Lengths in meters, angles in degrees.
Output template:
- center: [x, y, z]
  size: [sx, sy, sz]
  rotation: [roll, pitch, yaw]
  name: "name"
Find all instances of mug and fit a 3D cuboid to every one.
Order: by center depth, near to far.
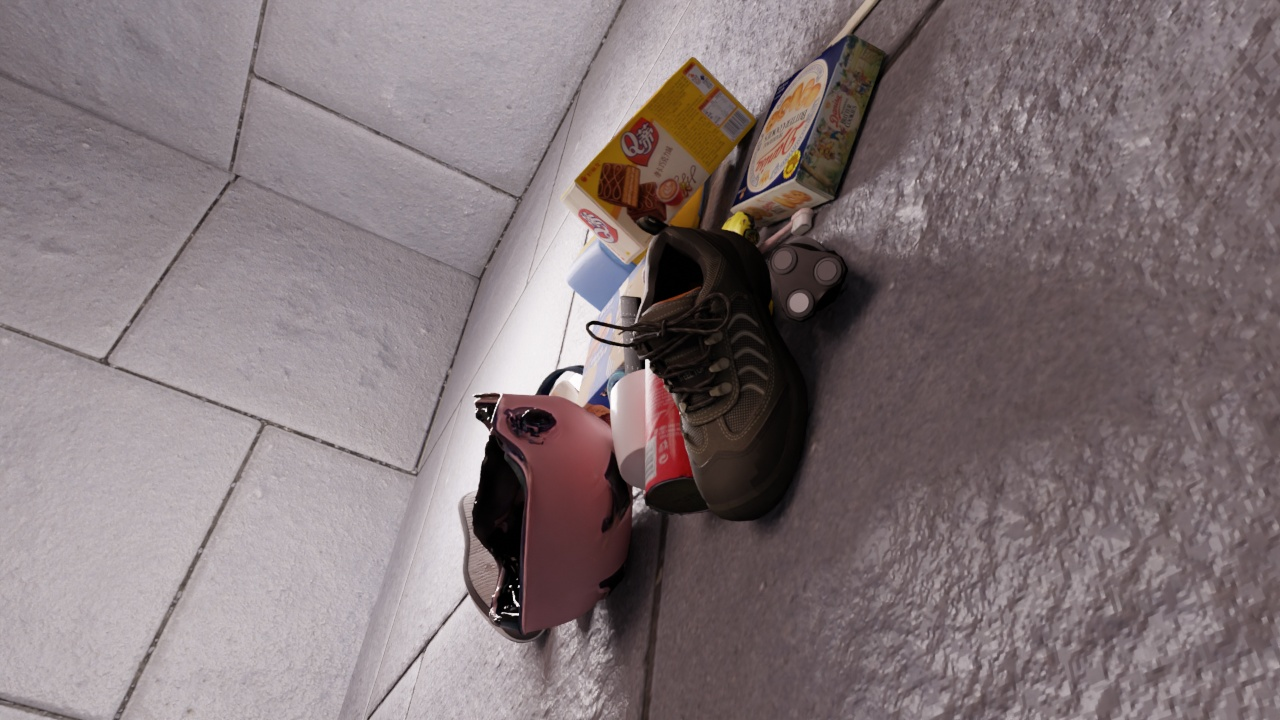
- center: [0.027, 0.060, 0.849]
  size: [0.114, 0.081, 0.087]
  rotation: [-25, 41, 20]
  name: "mug"

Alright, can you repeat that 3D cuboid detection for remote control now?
- center: [-0.005, 0.005, 0.918]
  size: [0.030, 0.009, 0.140]
  rotation: [12, 109, 53]
  name: "remote control"

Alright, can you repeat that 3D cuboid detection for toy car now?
- center: [0.088, -0.090, 0.877]
  size: [0.049, 0.030, 0.107]
  rotation: [-169, 86, -68]
  name: "toy car"

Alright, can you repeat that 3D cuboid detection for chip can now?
- center: [0.038, 0.016, 0.796]
  size: [0.073, 0.073, 0.232]
  rotation: [-49, 33, 48]
  name: "chip can"

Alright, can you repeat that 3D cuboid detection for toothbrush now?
- center: [0.112, -0.101, 0.880]
  size: [0.182, 0.015, 0.018]
  rotation: [145, 139, -61]
  name: "toothbrush"

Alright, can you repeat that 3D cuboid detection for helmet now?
- center: [-0.084, 0.148, 0.904]
  size: [0.255, 0.152, 0.230]
  rotation: [-132, 44, -67]
  name: "helmet"

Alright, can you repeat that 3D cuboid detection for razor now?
- center: [0.129, -0.071, 0.721]
  size: [0.057, 0.060, 0.156]
  rotation: [-51, 0, 15]
  name: "razor"

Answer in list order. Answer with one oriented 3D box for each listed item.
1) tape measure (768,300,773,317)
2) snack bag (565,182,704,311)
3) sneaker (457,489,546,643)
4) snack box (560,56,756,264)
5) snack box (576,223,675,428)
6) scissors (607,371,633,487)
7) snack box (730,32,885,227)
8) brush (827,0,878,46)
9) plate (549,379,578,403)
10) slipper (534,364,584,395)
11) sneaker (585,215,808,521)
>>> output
- center: [0.087, -0.048, 0.799]
  size: [0.037, 0.064, 0.065]
  rotation: [-41, -4, 43]
  name: "tape measure"
- center: [0.011, -0.168, 1.179]
  size: [0.204, 0.102, 0.159]
  rotation: [-55, 10, -22]
  name: "snack bag"
- center: [-0.169, 0.278, 1.160]
  size: [0.263, 0.096, 0.129]
  rotation: [-127, 23, -56]
  name: "sneaker"
- center: [0.022, -0.231, 1.049]
  size: [0.229, 0.110, 0.062]
  rotation: [-51, 9, -22]
  name: "snack box"
- center: [0.006, -0.028, 1.027]
  size: [0.203, 0.069, 0.154]
  rotation: [-48, 26, 50]
  name: "snack box"
- center: [0.000, 0.084, 0.948]
  size: [0.114, 0.013, 0.140]
  rotation: [10, 102, 37]
  name: "scissors"
- center: [0.151, -0.206, 0.846]
  size: [0.145, 0.042, 0.144]
  rotation: [-69, 15, -8]
  name: "snack box"
- center: [0.193, -0.315, 0.920]
  size: [0.218, 0.012, 0.033]
  rotation: [-46, 26, 49]
  name: "brush"
- center: [-0.096, 0.136, 1.133]
  size: [0.187, 0.016, 0.187]
  rotation: [-61, 37, 26]
  name: "plate"
- center: [-0.096, 0.052, 1.235]
  size: [0.101, 0.082, 0.264]
  rotation: [-65, 17, 1]
  name: "slipper"
- center: [0.042, -0.008, 0.667]
  size: [0.101, 0.142, 0.237]
  rotation: [-25, 60, 35]
  name: "sneaker"
